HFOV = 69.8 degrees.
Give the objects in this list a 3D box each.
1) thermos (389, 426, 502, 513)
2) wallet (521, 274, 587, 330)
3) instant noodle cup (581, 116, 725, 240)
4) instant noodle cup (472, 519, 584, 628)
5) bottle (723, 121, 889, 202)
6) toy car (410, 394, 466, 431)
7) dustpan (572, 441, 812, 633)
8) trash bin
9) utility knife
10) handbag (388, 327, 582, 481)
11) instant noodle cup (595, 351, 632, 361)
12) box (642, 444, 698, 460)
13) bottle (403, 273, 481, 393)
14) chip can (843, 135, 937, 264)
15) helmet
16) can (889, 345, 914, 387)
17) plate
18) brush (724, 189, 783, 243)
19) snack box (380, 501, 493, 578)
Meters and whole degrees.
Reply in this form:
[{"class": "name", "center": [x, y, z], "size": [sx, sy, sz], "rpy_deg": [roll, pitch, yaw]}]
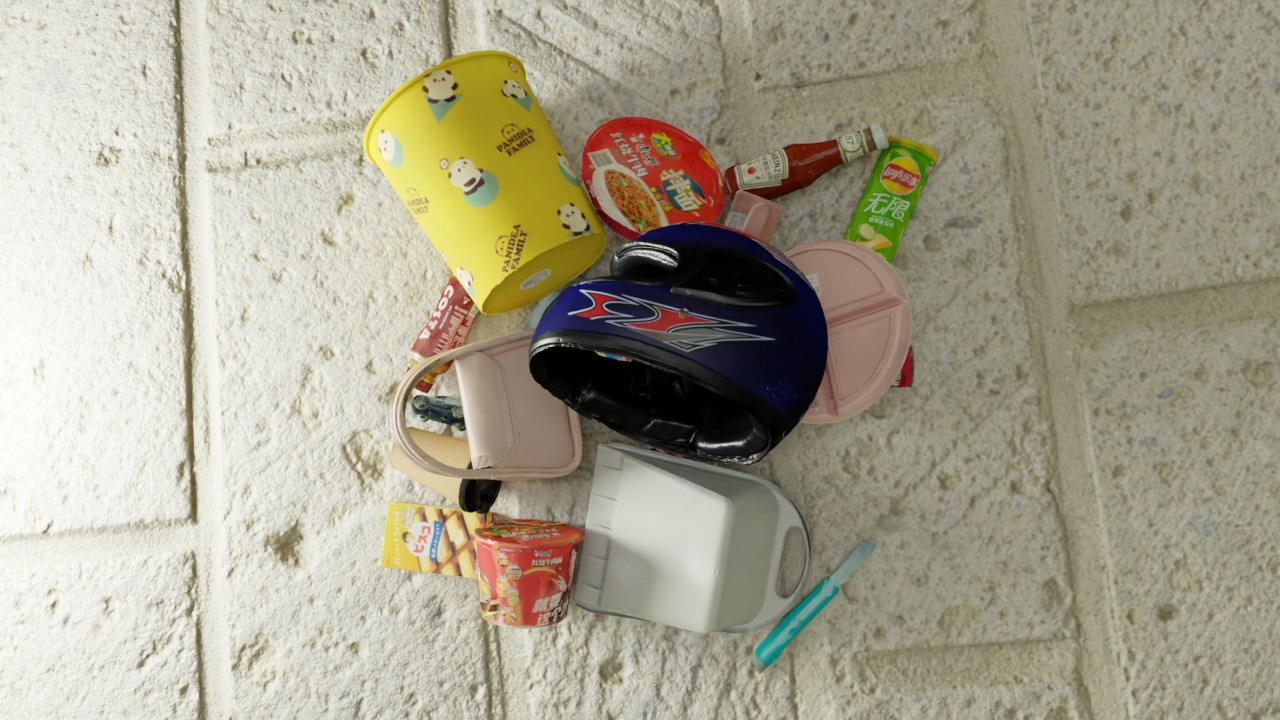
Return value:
[{"class": "thermos", "center": [-0.251, 0.138, 1.198], "size": [0.143, 0.093, 0.093], "rpy_deg": [18, 87, 17]}, {"class": "wallet", "center": [-0.097, -0.055, 1.228], "size": [0.097, 0.019, 0.121], "rpy_deg": [31, 90, 13]}, {"class": "instant noodle cup", "center": [0.008, -0.219, 1.175], "size": [0.193, 0.066, 0.193], "rpy_deg": [10, 59, -17]}, {"class": "instant noodle cup", "center": [-0.141, 0.266, 1.148], "size": [0.138, 0.138, 0.108], "rpy_deg": [3, 92, 8]}, {"class": "bottle", "center": [0.209, -0.250, 1.161], "size": [0.206, 0.059, 0.059], "rpy_deg": [-17, 82, 19]}, {"class": "toy car", "center": [-0.263, 0.066, 1.228], "size": [0.090, 0.043, 0.034], "rpy_deg": [11, 59, 6]}, {"class": "dustpan", "center": [0.072, 0.234, 1.162], "size": [0.258, 0.142, 0.223], "rpy_deg": [12, 95, 37]}, {"class": "trash bin", "center": [-0.182, -0.211, 1.152], "size": [0.230, 0.229, 0.255], "rpy_deg": [-32, 82, 4]}, {"class": "utility knife", "center": [0.216, 0.306, 1.147], "size": [0.029, 0.013, 0.218], "rpy_deg": [44, 94, 12]}, {"class": "handbag", "center": [-0.193, 0.063, 1.130], "size": [0.233, 0.094, 0.193], "rpy_deg": [-7, 82, -37]}, {"class": "instant noodle cup", "center": [-0.007, 0.007, 1.175], "size": [0.099, 0.099, 0.110], "rpy_deg": [-39, 89, 2]}, {"class": "box", "center": [0.082, 0.094, 1.171], "size": [0.164, 0.051, 0.068], "rpy_deg": [-16, 105, 7]}, {"class": "bottle", "center": [-0.260, -0.041, 1.229], "size": [0.057, 0.057, 0.175], "rpy_deg": [29, 89, 10]}, {"class": "chip can", "center": [0.298, -0.168, 1.154], "size": [0.072, 0.072, 0.221], "rpy_deg": [23, 87, 10]}, {"class": "helmet", "center": [0.055, -0.039, 1.038], "size": [0.315, 0.248, 0.239], "rpy_deg": [21, 59, -1]}, {"class": "can", "center": [0.271, 0.007, 1.149], "size": [0.133, 0.053, 0.053], "rpy_deg": [1, 84, 8]}, {"class": "plate", "center": [0.214, -0.038, 1.115], "size": [0.230, 0.028, 0.229], "rpy_deg": [-8, 78, 36]}, {"class": "brush", "center": [0.124, -0.137, 1.157], "size": [0.063, 0.073, 0.146], "rpy_deg": [20, 110, -5]}, {"class": "snack box", "center": [-0.269, 0.237, 1.216], "size": [0.140, 0.033, 0.087], "rpy_deg": [5, 84, 10]}]
